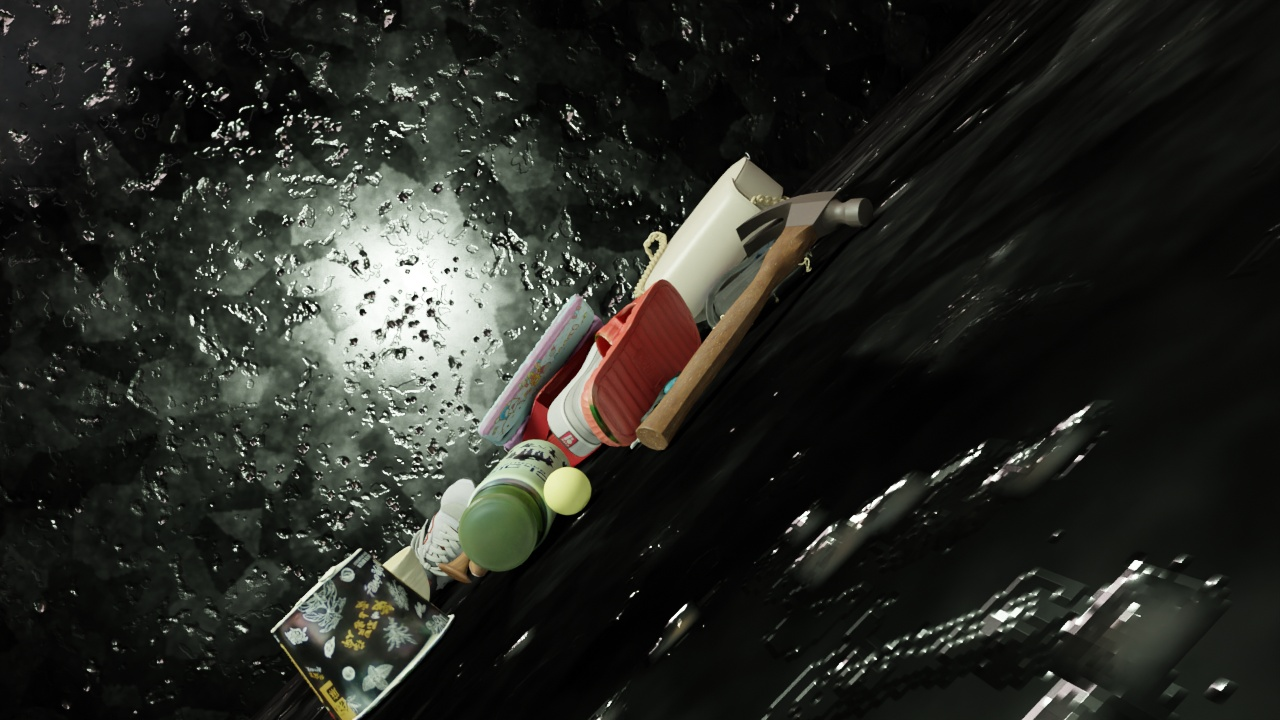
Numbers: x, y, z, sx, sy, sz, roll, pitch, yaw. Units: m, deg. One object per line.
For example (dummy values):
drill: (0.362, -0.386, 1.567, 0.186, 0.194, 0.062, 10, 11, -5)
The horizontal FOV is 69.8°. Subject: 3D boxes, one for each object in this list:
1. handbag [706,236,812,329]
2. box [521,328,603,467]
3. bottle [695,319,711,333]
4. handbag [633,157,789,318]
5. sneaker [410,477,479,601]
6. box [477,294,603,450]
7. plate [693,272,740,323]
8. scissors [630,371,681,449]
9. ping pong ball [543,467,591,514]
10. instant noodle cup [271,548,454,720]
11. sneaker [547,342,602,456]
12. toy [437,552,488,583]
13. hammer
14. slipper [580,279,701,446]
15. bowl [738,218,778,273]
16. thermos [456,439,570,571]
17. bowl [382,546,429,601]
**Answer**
handbag: (0.116, -0.075, 0.894, 0.128, 0.054, 0.079, -42, 6, -1)
box: (-0.066, 0.063, 1.199, 0.157, 0.110, 0.134, -50, -5, -37)
bottle: (0.097, -0.065, 1.236, 0.112, 0.030, 0.030, -46, 3, -35)
handbag: (0.081, -0.153, 1.138, 0.211, 0.103, 0.208, -51, 7, 13)
sneaker: (-0.245, 0.241, 1.159, 0.124, 0.089, 0.240, -51, -3, -32)
box: (-0.125, 0.021, 1.188, 0.214, 0.035, 0.151, -55, -16, -6)
plate: (0.121, -0.109, 1.222, 0.189, 0.016, 0.188, -33, 14, 9)
scissors: (0.030, 0.032, 0.866, 0.148, 0.019, 0.123, -46, 4, -10)
ping pong ball: (-0.062, 0.110, 0.776, 0.040, 0.040, 0.040, -44, 3, 2)
instant noodle cup: (-0.257, 0.246, 0.833, 0.137, 0.112, 0.137, -44, 2, 1)
sneaker: (-0.001, 0.003, 1.091, 0.129, 0.097, 0.262, -32, 11, 41)
toy: (-0.163, 0.193, 0.964, 0.101, 0.042, 0.055, -55, -27, -32)
hammer: (0.089, -0.045, 0.778, 0.115, 0.033, 0.321, 1, 41, 41)
slipper: (-0.006, 0.005, 0.935, 0.059, 0.103, 0.248, -25, 21, 35)
bowl: (0.169, -0.139, 1.115, 0.114, 0.045, 0.114, -50, 3, 4)
thermos: (-0.117, 0.132, 0.856, 0.082, 0.082, 0.231, -44, 3, 5)
bowl: (-0.297, 0.292, 1.049, 0.151, 0.075, 0.150, -39, 6, 5)
